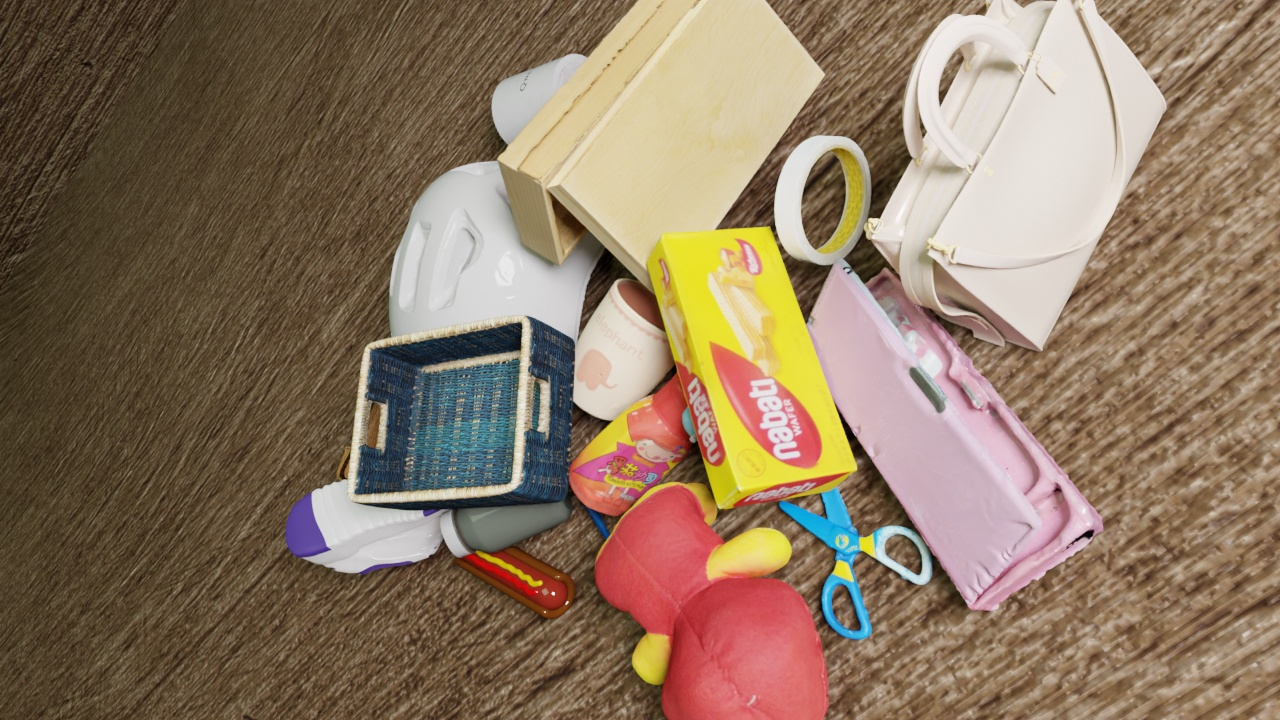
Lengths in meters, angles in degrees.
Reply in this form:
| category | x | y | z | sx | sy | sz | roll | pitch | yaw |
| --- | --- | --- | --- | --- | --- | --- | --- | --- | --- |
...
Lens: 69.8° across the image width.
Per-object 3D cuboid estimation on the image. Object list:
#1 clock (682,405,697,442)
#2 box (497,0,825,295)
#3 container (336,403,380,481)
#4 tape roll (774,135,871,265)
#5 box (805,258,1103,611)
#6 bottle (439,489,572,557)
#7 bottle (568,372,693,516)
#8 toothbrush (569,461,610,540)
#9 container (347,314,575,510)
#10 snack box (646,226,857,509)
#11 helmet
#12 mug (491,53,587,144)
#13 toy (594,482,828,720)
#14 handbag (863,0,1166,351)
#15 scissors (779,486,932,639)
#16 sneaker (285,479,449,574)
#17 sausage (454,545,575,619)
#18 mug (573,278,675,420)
| category | x | y | z | sx | sy | sz | roll | pitch | yaw |
| --- | --- | --- | --- | --- | --- | --- | --- | --- | --- |
| clock | 0.071 | 0.038 | 0.684 | 0.042 | 0.087 | 0.123 | 133 | 143 | -58 |
| box | 0.011 | -0.197 | 0.753 | 0.179 | 0.142 | 0.248 | 23 | 69 | 33 |
| container | -0.271 | 0.090 | 0.994 | 0.063 | 0.061 | 0.114 | 21 | 86 | 46 |
| tape roll | 0.137 | -0.118 | 0.681 | 0.019 | 0.094 | 0.094 | 18 | 84 | 46 |
| box | 0.175 | 0.036 | 0.586 | 0.099 | 0.080 | 0.232 | -42 | 48 | 21 |
| bottle | -0.118 | 0.133 | 0.810 | 0.108 | 0.060 | 0.060 | -24 | 53 | 5 |
| bottle | 0.005 | 0.066 | 0.739 | 0.134 | 0.071 | 0.048 | -45 | 45 | 18 |
| toothbrush | -0.048 | 0.114 | 0.808 | 0.017 | 0.016 | 0.190 | -46 | 46 | 8 |
| container | -0.149 | 0.050 | 0.771 | 0.188 | 0.071 | 0.145 | -8 | 71 | 30 |
| snack box | 0.074 | 0.000 | 0.651 | 0.042 | 0.092 | 0.200 | 123 | 137 | -58 |
| helmet | -0.155 | -0.060 | 0.930 | 0.224 | 0.183 | 0.282 | 28 | 112 | 50 |
| mug | -0.086 | -0.284 | 0.986 | 0.097 | 0.083 | 0.119 | -3 | 41 | 43 |
| toy | 0.046 | 0.182 | 0.635 | 0.148 | 0.098 | 0.216 | -61 | 38 | 15 |
| handbag | 0.209 | -0.123 | 0.541 | 0.101 | 0.197 | 0.194 | 28 | 91 | 46 |
| scissors | 0.146 | 0.119 | 0.624 | 0.109 | 0.018 | 0.131 | -30 | 53 | 25 |
| sneaker | -0.213 | 0.146 | 0.897 | 0.244 | 0.111 | 0.091 | -24 | 51 | 10 |
| sausage | -0.118 | 0.187 | 0.823 | 0.156 | 0.040 | 0.040 | 13 | 81 | 46 |
| mug | -0.005 | 0.005 | 0.779 | 0.111 | 0.085 | 0.104 | 44 | 114 | 15 |
